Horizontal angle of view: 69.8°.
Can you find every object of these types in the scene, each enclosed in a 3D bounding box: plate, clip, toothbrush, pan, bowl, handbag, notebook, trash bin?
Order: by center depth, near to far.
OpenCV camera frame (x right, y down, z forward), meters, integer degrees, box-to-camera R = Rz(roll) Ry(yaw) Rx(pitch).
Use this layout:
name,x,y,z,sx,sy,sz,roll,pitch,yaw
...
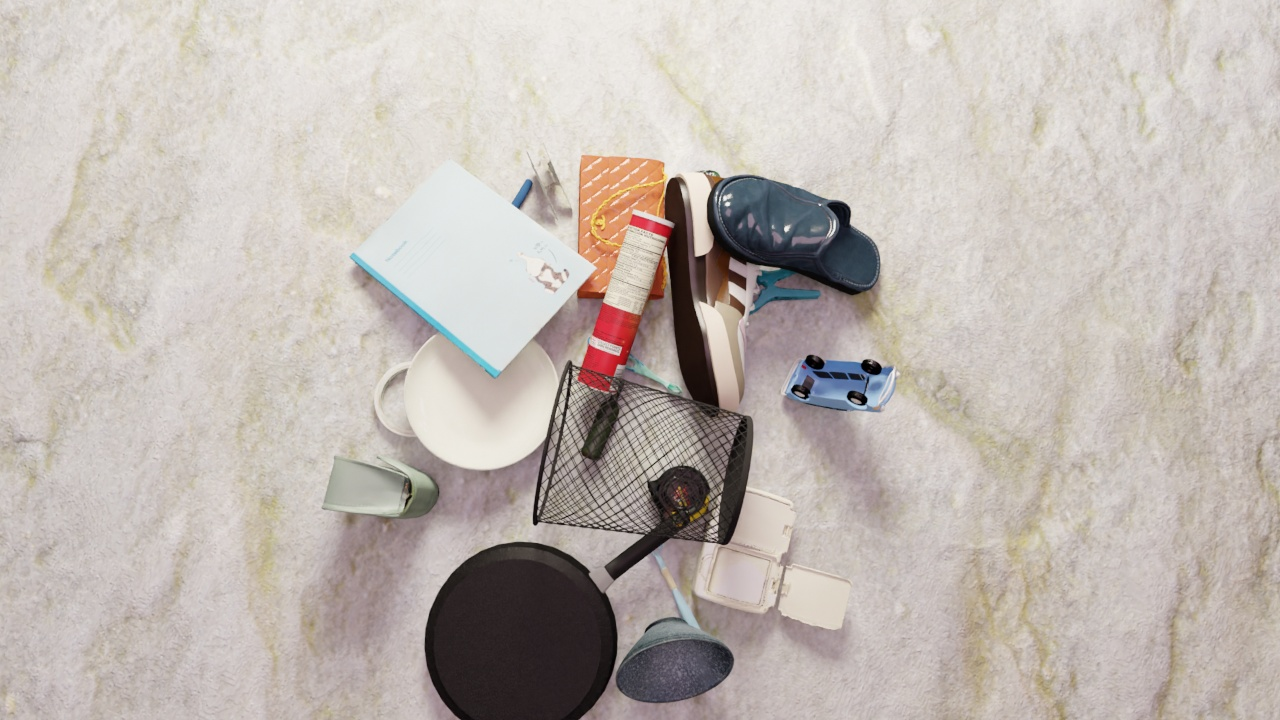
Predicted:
name,x,y,z,sx,sy,sz,roll,pitch,yaw
trash bin,0.005,0.111,1.009,0.210,0.184,0.184,12,81,0
handbag,-0.294,0.145,1.048,0.106,0.122,0.067,9,80,1
bowl,0.035,0.334,1.057,0.137,0.137,0.057,-9,43,-4
pan,-0.088,0.285,1.060,0.356,0.034,0.225,-37,84,1
toothbrush,0.049,0.288,1.095,0.022,0.016,0.155,-20,81,-47
plate,-0.189,0.043,1.100,0.182,0.034,0.182,3,76,-11
notebook,-0.205,-0.118,1.112,0.253,0.009,0.181,37,78,16
toothbrush,-0.007,0.007,1.132,0.135,0.017,0.022,30,85,2
handbag,-0.022,-0.165,1.137,0.109,0.060,0.171,1,82,-6
clip,-0.109,-0.234,1.143,0.052,0.102,0.059,-15,41,7
clip,0.161,-0.075,1.147,0.130,0.030,0.120,8,77,0
toothbrush,-0.180,-0.156,1.148,0.014,0.014,0.167,32,80,-9

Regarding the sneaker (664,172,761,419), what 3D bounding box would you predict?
name,x,y,z,sx,sy,sz,roll,pitch,yaw
sneaker,0.106,-0.079,1.095,0.116,0.112,0.293,-5,82,-16

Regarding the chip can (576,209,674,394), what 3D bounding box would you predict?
name,x,y,z,sx,sy,sz,roll,pitch,yaw
chip can,-0.019,-0.068,1.086,0.052,0.051,0.215,19,97,0

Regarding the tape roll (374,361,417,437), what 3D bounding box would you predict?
name,x,y,z,sx,sy,sz,roll,pitch,yaw
tape roll,-0.276,0.047,1.116,0.093,0.013,0.093,0,82,-2

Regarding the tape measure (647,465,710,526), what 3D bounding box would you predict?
name,x,y,z,sx,sy,sz,roll,pitch,yaw
tape measure,0.048,0.162,1.101,0.072,0.042,0.071,-22,75,-1

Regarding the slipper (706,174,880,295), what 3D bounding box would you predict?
name,x,y,z,sx,sy,sz,roll,pitch,yaw
slipper,0.202,-0.154,1.075,0.265,0.084,0.108,17,72,-28

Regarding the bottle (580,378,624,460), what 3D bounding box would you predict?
name,x,y,z,sx,sy,sz,roll,pitch,yaw
bottle,-0.042,0.070,1.117,0.025,0.025,0.106,23,82,1

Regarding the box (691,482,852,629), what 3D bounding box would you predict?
name,x,y,z,sx,sy,sz,roll,pitch,yaw
box,0.164,0.234,1.094,0.184,0.044,0.143,14,82,-1

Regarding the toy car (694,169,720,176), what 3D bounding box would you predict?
name,x,y,z,sx,sy,sz,roll,pitch,yaw
toy car,0.083,-0.186,1.156,0.048,0.032,0.105,-5,88,-4

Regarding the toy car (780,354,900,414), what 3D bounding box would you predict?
name,x,y,z,sx,sy,sz,roll,pitch,yaw
toy car,0.238,0.031,1.086,0.055,0.154,0.056,40,69,-34
